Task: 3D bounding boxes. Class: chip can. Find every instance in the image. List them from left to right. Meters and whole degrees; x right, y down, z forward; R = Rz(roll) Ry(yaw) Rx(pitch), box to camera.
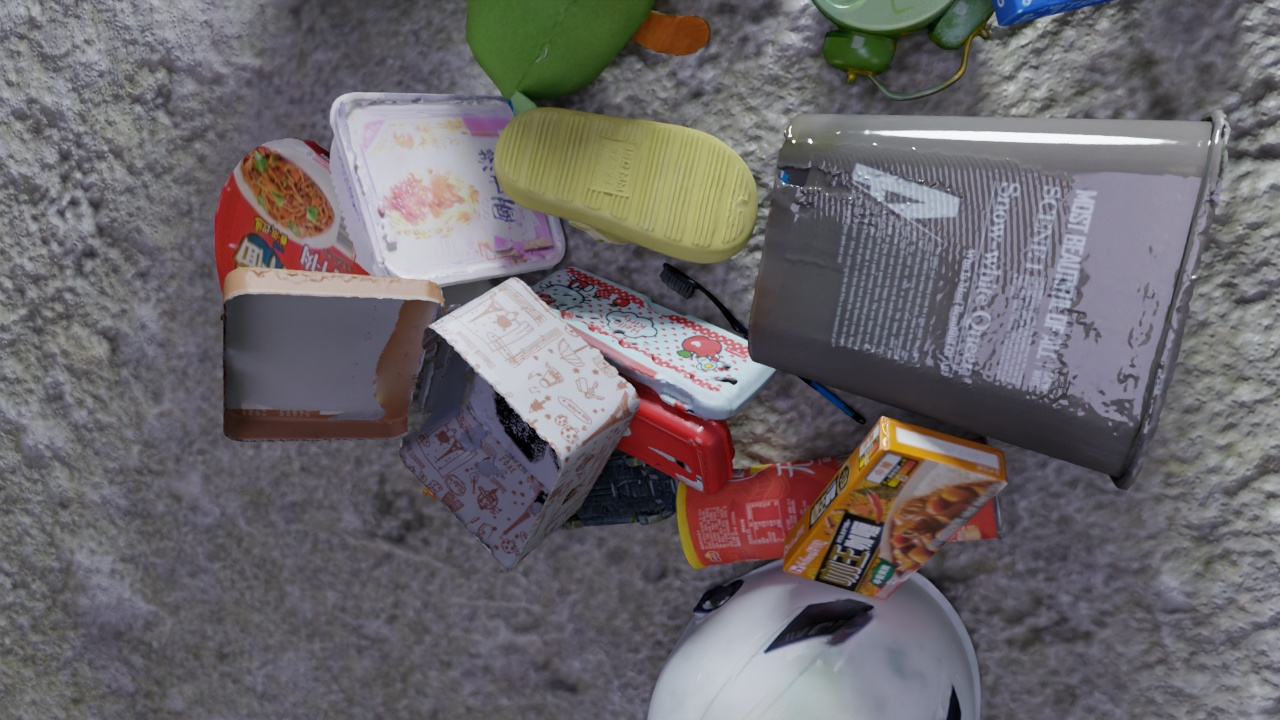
[{"bbox_3d":[0.136,0.100,0.644,0.217,0.073,0.073,-10,93,18],"label":"chip can"}]

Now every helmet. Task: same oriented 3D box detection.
[{"bbox_3d":[0.112,0.264,0.632,0.229,0.145,0.259,44,106,8],"label":"helmet"}]

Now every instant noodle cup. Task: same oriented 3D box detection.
[{"bbox_3d":[-0.254,-0.077,0.734,0.194,0.065,0.194,8,106,31],"label":"instant noodle cup"},{"bbox_3d":[-0.146,-0.119,0.668,0.060,0.173,0.138,-15,91,40],"label":"instant noodle cup"}]

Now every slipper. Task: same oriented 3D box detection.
[{"bbox_3d":[-0.010,-0.125,0.663,0.190,0.081,0.091,16,84,-1],"label":"slipper"}]

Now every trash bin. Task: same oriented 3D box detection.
[{"bbox_3d":[0.197,-0.054,0.552,0.220,0.198,0.199,13,100,21],"label":"trash bin"}]

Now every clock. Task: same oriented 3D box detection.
[{"bbox_3d":[0.168,-0.252,0.602,0.116,0.056,0.161,-14,92,19],"label":"clock"}]

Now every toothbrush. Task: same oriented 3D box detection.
[{"bbox_3d":[0.088,-0.011,0.678,0.189,0.014,0.016,39,107,9],"label":"toothbrush"}]

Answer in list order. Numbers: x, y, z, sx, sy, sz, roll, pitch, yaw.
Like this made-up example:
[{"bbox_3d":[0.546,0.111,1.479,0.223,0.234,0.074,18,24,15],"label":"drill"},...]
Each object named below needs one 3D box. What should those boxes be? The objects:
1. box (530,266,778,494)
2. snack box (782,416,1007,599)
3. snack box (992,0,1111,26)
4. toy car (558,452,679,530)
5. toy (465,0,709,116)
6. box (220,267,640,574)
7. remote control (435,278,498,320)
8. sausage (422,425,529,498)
[{"bbox_3d":[-0.003,0.002,0.667,0.201,0.095,0.101,26,61,28],"label":"box"},{"bbox_3d":[0.149,0.094,0.560,0.075,0.026,0.154,16,139,-5],"label":"snack box"},{"bbox_3d":[0.283,-0.262,0.551,0.157,0.026,0.084,-15,92,-5],"label":"snack box"},{"bbox_3d":[-0.022,0.100,0.714,0.121,0.036,0.054,-11,95,28],"label":"toy car"},{"bbox_3d":[-0.046,-0.269,0.617,0.227,0.089,0.248,22,136,-20],"label":"toy"},{"bbox_3d":[-0.146,0.026,0.631,0.272,0.130,0.180,23,140,-6],"label":"box"},{"bbox_3d":[-0.153,-0.061,0.743,0.135,0.019,0.056,44,106,8],"label":"remote control"},{"bbox_3d":[-0.116,0.071,0.746,0.165,0.021,0.021,-32,86,18],"label":"sausage"}]
